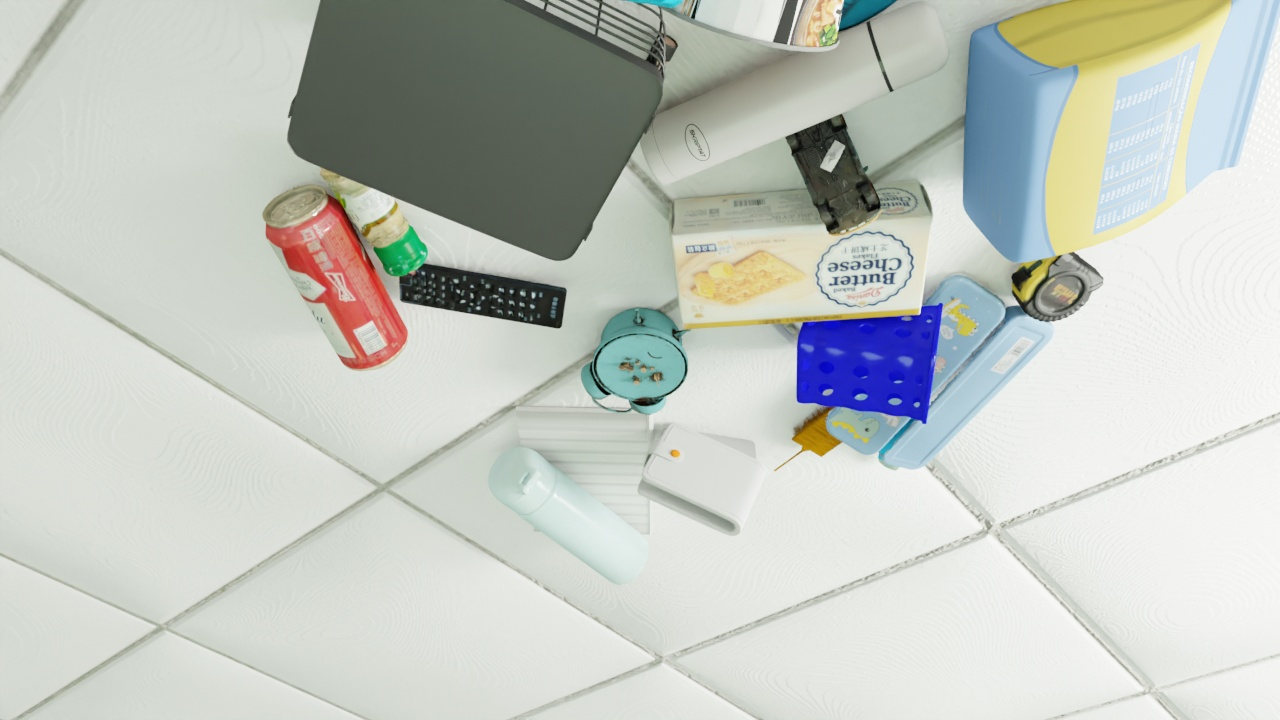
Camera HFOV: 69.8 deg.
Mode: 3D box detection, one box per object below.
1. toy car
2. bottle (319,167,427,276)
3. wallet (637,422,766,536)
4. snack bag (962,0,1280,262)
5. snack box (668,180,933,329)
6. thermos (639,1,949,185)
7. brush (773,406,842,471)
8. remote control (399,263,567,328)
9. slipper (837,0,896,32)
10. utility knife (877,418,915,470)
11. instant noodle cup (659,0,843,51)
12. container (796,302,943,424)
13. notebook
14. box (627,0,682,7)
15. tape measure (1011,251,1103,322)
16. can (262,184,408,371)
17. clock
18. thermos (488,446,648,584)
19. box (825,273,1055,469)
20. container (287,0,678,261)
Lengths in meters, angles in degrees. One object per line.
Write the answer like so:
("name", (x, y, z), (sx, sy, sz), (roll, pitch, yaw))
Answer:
("toy car", (0.148, -0.152, 0.709), (0.047, 0.047, 0.112), (-23, 89, 23))
("bottle", (-0.221, -0.122, 0.764), (0.043, 0.043, 0.111), (-14, 131, 15))
("wallet", (0.067, 0.110, 0.943), (0.118, 0.115, 0.038), (24, 134, 10))
("snack bag", (0.346, -0.177, 0.656), (0.205, 0.102, 0.159), (-16, 132, 0))
("snack box", (0.132, -0.086, 0.772), (0.208, 0.057, 0.104), (-3, 133, 6))
("thermos", (0.108, -0.192, 0.668), (0.225, 0.052, 0.052), (-18, 130, 23))
("brush", (0.185, 0.076, 0.952), (0.048, 0.017, 0.127), (30, 128, -23))
("remote control", (-0.142, -0.063, 0.834), (0.150, 0.022, 0.047), (10, 134, -4))
("slipper", (0.199, -0.309, 0.556), (0.296, 0.060, 0.118), (-32, 121, 29))
("utility knife", (0.273, 0.049, 0.925), (0.031, 0.015, 0.175), (6, 132, -5))
("instant noodle cup", (0.078, -0.265, 0.545), (0.123, 0.123, 0.122), (10, 123, -7))
("container", (0.201, -0.005, 0.810), (0.114, 0.084, 0.085), (8, 130, 18))
("notebook", (-0.057, 0.127, 1.018), (0.142, 0.009, 0.210), (1, 134, 2))
("box", (-0.044, -0.322, 0.494), (0.182, 0.071, 0.227), (8, 109, -3))
("tape measure", (0.357, -0.067, 0.796), (0.067, 0.038, 0.063), (25, 122, -24))
("can", (-0.263, -0.068, 0.801), (0.067, 0.067, 0.170), (-8, 133, 10))
("clock", (-0.005, 0.005, 0.869), (0.090, 0.053, 0.125), (21, 131, -15))
("thermos", (-0.078, 0.171, 1.010), (0.207, 0.065, 0.078), (43, 165, -31))
("box", (0.280, 0.021, 0.871), (0.127, 0.034, 0.210), (22, 124, -17))
("container", (-0.106, -0.197, 0.626), (0.241, 0.130, 0.163), (21, 131, -17))
